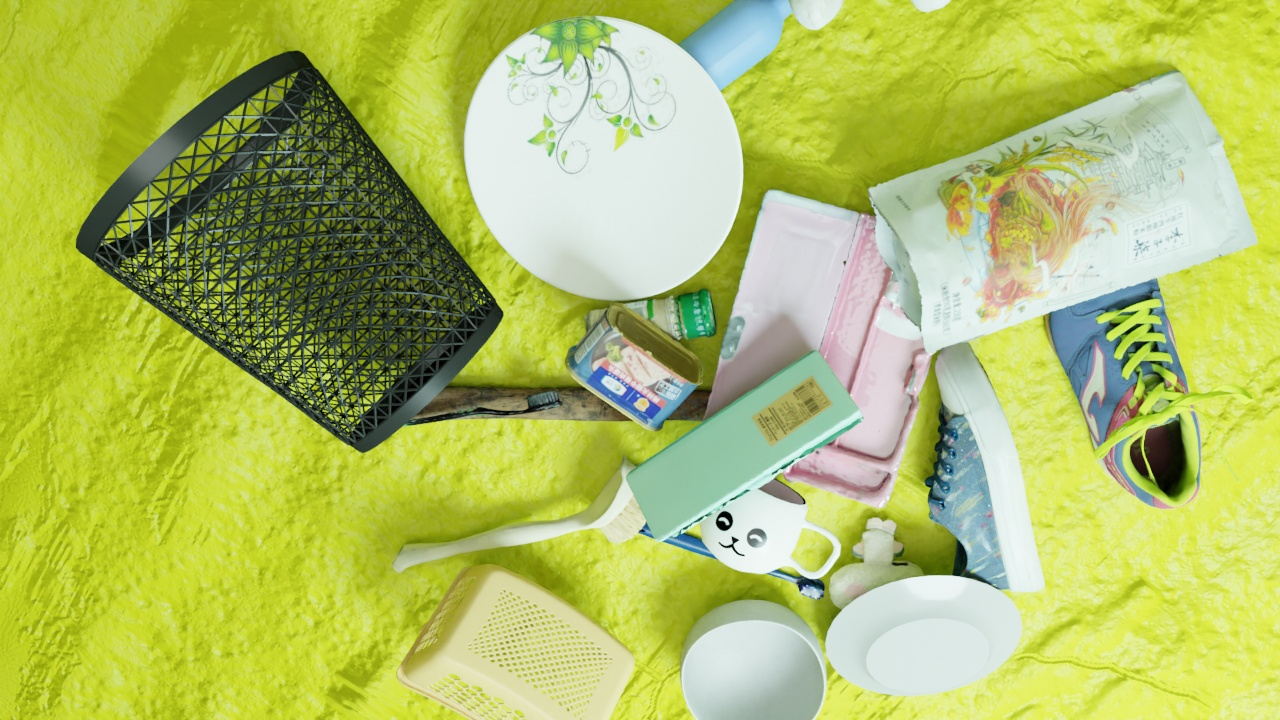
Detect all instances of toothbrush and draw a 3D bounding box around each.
[{"bbox_3d":[0.081,0.183,0.848,0.190,0.017,0.016,20,106,-1],"label":"toothbrush"},{"bbox_3d":[-0.160,0.047,0.804,0.188,0.014,0.017,-8,87,8],"label":"toothbrush"}]

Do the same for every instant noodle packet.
[{"bbox_3d":[0.316,-0.111,0.687,0.269,0.057,0.147,-20,88,-2],"label":"instant noodle packet"}]

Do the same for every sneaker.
[{"bbox_3d":[0.276,0.100,0.774,0.079,0.087,0.235,-16,107,15],"label":"sneaker"},{"bbox_3d":[0.399,0.003,0.728,0.116,0.091,0.242,-18,103,12],"label":"sneaker"}]

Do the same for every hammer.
[{"bbox_3d":[-0.045,0.030,0.811,0.330,0.033,0.120,0,102,6],"label":"hammer"}]

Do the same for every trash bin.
[{"bbox_3d":[-0.250,-0.070,0.715,0.217,0.216,0.243,-39,106,14],"label":"trash bin"}]

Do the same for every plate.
[{"bbox_3d":[-0.030,-0.159,0.740,0.229,0.030,0.230,7,120,12],"label":"plate"},{"bbox_3d":[0.255,0.258,0.821,0.173,0.019,0.173,1,127,1],"label":"plate"}]

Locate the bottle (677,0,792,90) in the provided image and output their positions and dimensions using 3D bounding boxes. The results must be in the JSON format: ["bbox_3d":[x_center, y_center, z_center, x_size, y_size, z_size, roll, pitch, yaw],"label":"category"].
[{"bbox_3d":[0.077,-0.250,0.706,0.131,0.048,0.048,-35,100,14],"label":"bottle"}]

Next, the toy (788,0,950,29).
[{"bbox_3d":[0.189,-0.314,0.645,0.209,0.085,0.138,-21,101,-4],"label":"toy"}]

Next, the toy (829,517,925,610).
[{"bbox_3d":[0.215,0.202,0.827,0.087,0.050,0.112,-1,119,5],"label":"toy"}]

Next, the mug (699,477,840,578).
[{"bbox_3d":[0.110,0.148,0.792,0.124,0.090,0.076,27,99,16],"label":"mug"}]

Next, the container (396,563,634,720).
[{"bbox_3d":[-0.114,0.282,0.848,0.183,0.129,0.167,34,148,-5],"label":"container"}]

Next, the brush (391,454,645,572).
[{"bbox_3d":[-0.109,0.155,0.843,0.273,0.062,0.077,-18,99,14],"label":"brush"}]

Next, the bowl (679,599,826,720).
[{"bbox_3d":[0.103,0.280,0.849,0.132,0.064,0.132,1,106,5],"label":"bowl"}]

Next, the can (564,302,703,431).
[{"bbox_3d":[-0.004,0.004,0.746,0.100,0.053,0.059,34,116,-13],"label":"can"}]

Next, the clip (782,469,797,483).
[{"bbox_3d":[0.155,0.095,0.816,0.058,0.035,0.022,-4,109,12],"label":"clip"}]

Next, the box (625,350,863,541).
[{"bbox_3d":[0.079,0.070,0.714,0.189,0.079,0.077,-33,96,10],"label":"box"}]

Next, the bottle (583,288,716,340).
[{"bbox_3d":[0.008,-0.032,0.779,0.110,0.042,0.043,-10,105,9],"label":"bottle"}]

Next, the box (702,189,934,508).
[{"bbox_3d":[0.154,-0.010,0.758,0.180,0.055,0.233,16,102,0],"label":"box"}]
